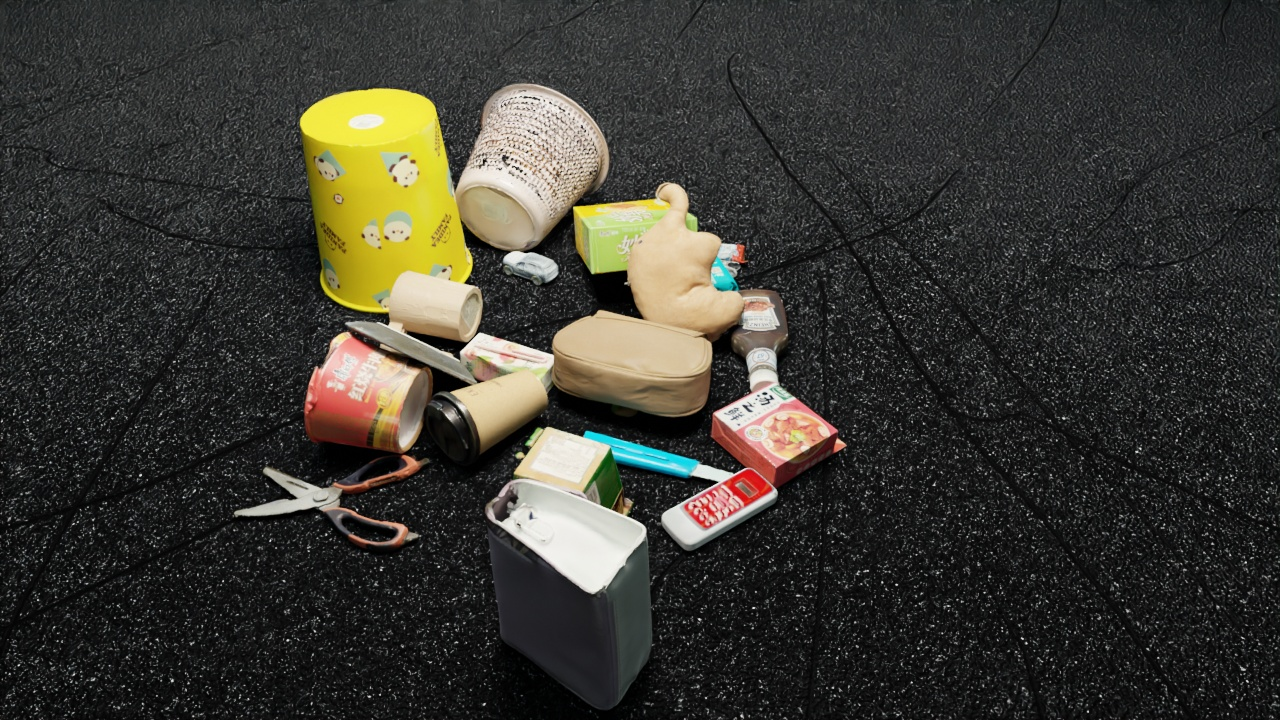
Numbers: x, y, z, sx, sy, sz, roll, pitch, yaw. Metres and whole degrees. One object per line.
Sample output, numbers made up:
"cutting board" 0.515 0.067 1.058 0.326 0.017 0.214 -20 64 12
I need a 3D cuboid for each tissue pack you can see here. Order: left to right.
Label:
"tissue pack" 0.072 -0.112 1.347 0.133 0.050 0.093 -9 38 -12

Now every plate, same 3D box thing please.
"plate" -0.280 -0.014 1.145 0.179 0.179 0.024 22 85 24

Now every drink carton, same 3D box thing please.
"drink carton" -0.172 0.006 1.206 0.122 0.046 0.053 17 41 18

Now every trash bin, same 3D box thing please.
"trash bin" -0.373 -0.238 1.336 0.229 0.256 0.229 1 39 -1
"trash bin" -0.187 -0.288 1.454 0.228 0.228 0.191 13 54 15

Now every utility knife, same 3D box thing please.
"utility knife" 0.018 0.118 1.093 0.187 0.018 0.034 12 40 12

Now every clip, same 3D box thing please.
"clip" 0.124 -0.145 1.410 0.056 0.024 0.026 15 44 11

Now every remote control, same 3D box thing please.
"remote control" 0.090 0.166 1.034 0.135 0.020 0.056 -24 46 -27

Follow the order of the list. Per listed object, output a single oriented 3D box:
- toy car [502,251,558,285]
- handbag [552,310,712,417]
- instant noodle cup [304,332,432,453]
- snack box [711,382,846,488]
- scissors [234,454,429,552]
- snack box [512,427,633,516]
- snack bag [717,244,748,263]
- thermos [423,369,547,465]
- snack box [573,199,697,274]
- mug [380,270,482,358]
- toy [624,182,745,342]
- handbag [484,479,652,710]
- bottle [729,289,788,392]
"toy car" -0.169 -0.145 1.400 0.091 0.034 0.042 20 47 24
"handbag" -0.007 0.007 1.171 0.205 0.100 0.147 14 34 16
"instant noodle cup" -0.318 0.047 1.097 0.108 0.138 0.137 15 41 3
"snack box" 0.170 0.084 1.114 0.126 0.044 0.113 -25 46 -28
"scissors" -0.342 0.160 1.042 0.226 0.015 0.189 -19 43 -20
"snack box" -0.079 0.143 0.992 0.117 0.106 0.118 15 42 16
"snack bag" 0.116 -0.168 1.434 0.105 0.026 0.045 3 49 5
"thermos" -0.185 0.063 1.108 0.093 0.093 0.142 32 42 32
"snack box" -0.012 -0.190 1.375 0.157 0.070 0.210 -7 18 -8
"mug" -0.288 -0.056 1.264 0.103 0.084 0.124 12 65 12
"toy" 0.046 -0.125 1.248 0.143 0.226 0.082 -22 3 4
"handbag" -0.065 0.209 0.841 0.145 0.197 0.098 20 46 22
"bottle" 0.162 -0.025 1.248 0.080 0.044 0.194 1 40 2
